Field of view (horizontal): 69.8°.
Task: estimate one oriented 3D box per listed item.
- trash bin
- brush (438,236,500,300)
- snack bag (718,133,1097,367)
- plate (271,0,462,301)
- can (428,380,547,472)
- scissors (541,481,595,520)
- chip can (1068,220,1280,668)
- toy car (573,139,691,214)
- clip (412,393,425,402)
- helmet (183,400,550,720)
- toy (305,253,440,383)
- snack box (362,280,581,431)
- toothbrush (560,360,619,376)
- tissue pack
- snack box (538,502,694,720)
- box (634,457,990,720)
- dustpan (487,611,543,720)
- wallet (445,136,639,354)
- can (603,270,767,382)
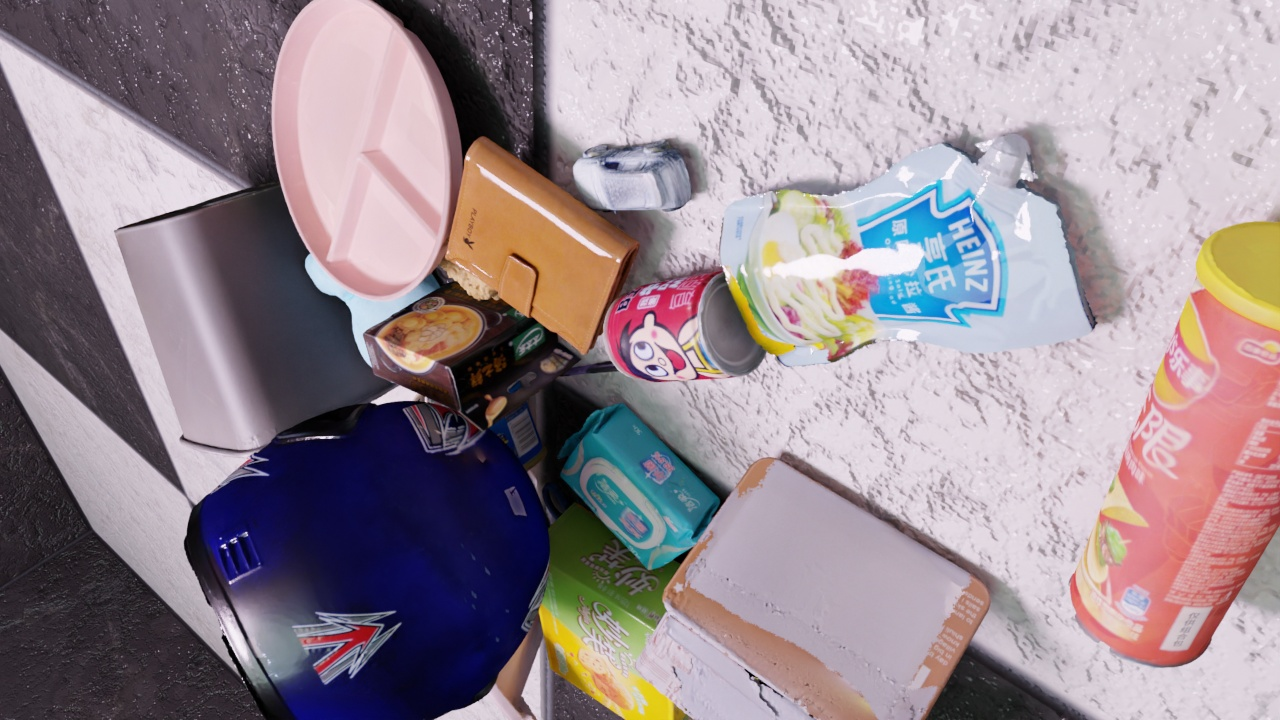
[{"bbox_3d":[-0.367,-0.049,0.885,0.199,0.198,0.220,2,114,43],"label":"trash bin"},{"bbox_3d":[-0.188,-0.132,0.747,0.255,0.045,0.083,35,140,26],"label":"brush"},{"bbox_3d":[0.130,-0.051,0.486,0.191,0.038,0.110,-6,105,47],"label":"snack bag"},{"bbox_3d":[-0.212,-0.160,0.707,0.230,0.028,0.230,15,115,37],"label":"plate"},{"bbox_3d":[-0.143,0.054,0.838,0.102,0.057,0.083,8,124,41],"label":"can"},{"bbox_3d":[-0.036,0.180,0.871,0.165,0.012,0.157,46,143,1],"label":"scissors"},{"bbox_3d":[0.256,0.048,0.411,0.073,0.073,0.217,24,136,31],"label":"chip can"},{"bbox_3d":[-0.008,-0.112,0.578,0.091,0.034,0.043,10,130,43],"label":"toy car"},{"bbox_3d":[-0.234,0.061,0.958,0.100,0.034,0.071,-24,101,47],"label":"clip"},{"bbox_3d":[-0.201,0.148,0.734,0.247,0.240,0.316,67,161,-12],"label":"helmet"},{"bbox_3d":[-0.229,-0.058,0.821,0.156,0.049,0.162,24,116,1],"label":"toy"},{"bbox_3d":[-0.132,-0.012,0.722,0.126,0.113,0.053,18,131,34],"label":"snack box"},{"bbox_3d":[-0.004,0.004,0.689,0.189,0.014,0.017,-8,127,49],"label":"toothbrush"},{"bbox_3d":[-0.005,0.101,0.740,0.133,0.050,0.093,45,144,8],"label":"tissue pack"},{"bbox_3d":[-0.015,0.249,0.846,0.158,0.069,0.210,25,140,27],"label":"snack box"},{"bbox_3d":[0.120,0.176,0.631,0.183,0.154,0.187,34,104,21],"label":"box"},{"bbox_3d":[-0.195,0.274,0.943,0.273,0.138,0.223,20,160,11],"label":"dustpan"},{"bbox_3d":[-0.071,-0.076,0.630,0.132,0.031,0.108,36,136,10],"label":"wallet"},{"bbox_3d":[0.028,-0.020,0.590,0.094,0.066,0.066,-5,117,48],"label":"can"}]
